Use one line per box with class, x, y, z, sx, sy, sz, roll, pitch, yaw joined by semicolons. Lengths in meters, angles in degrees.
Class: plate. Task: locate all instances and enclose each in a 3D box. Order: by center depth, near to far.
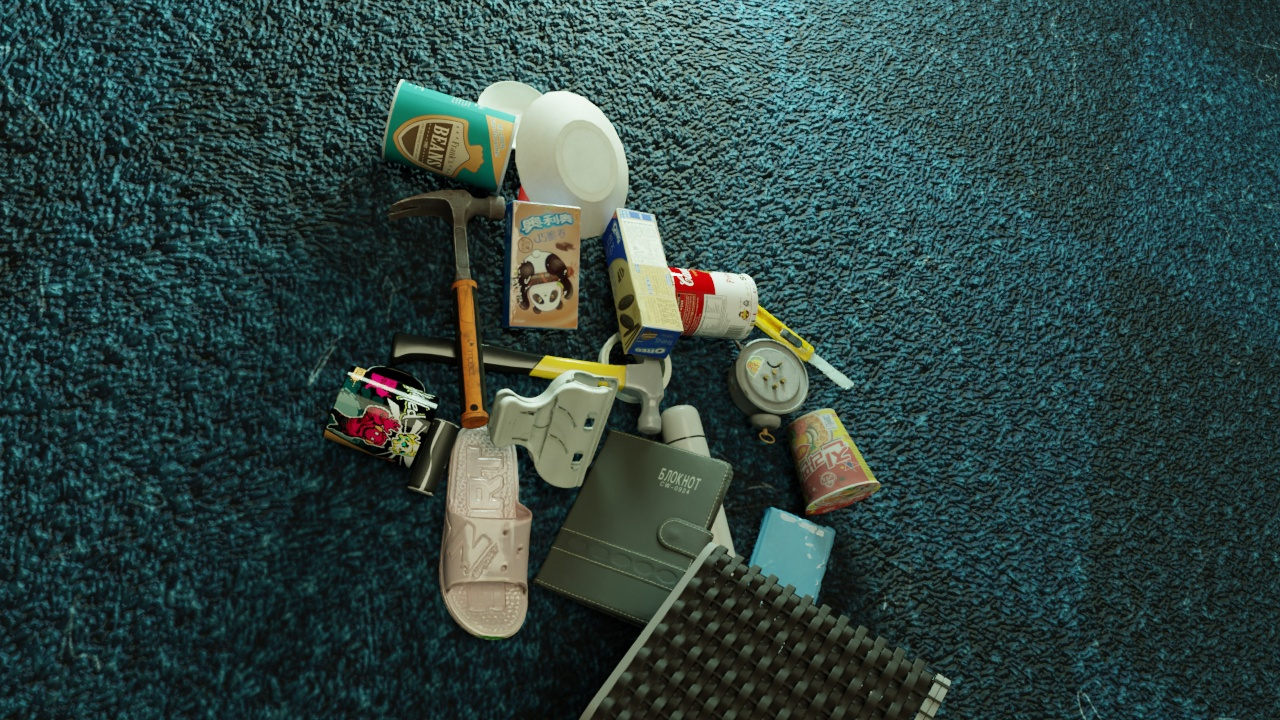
plate;-0.077;-0.253;1.172;0.188;0.027;0.188;5;82;-44
plate;-0.166;-0.317;1.209;0.104;0.026;0.104;7;67;-18

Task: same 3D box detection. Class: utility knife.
utility knife;0.204;-0.029;1.252;0.217;0.019;0.030;38;70;-7

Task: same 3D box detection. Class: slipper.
slipper;-0.166;0.177;0.991;0.094;0.065;0.239;3;67;-21

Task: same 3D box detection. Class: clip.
clip;-0.090;0.077;1.010;0.152;0.099;0.126;4;111;-42

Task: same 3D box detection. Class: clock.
clock;0.163;0.039;1.182;0.104;0.056;0.147;12;64;-17

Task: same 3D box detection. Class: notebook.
notebook;-0.002;0.186;1.032;0.170;0.029;0.208;15;63;20

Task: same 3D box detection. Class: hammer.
hammer;-0.215;-0.068;1.056;0.137;0.035;0.313;1;60;-19
hammer;-0.128;0.005;1.081;0.323;0.029;0.127;9;66;-14

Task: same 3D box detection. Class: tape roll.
tape roll;-0.007;0.007;1.148;0.093;0.018;0.093;8;67;-19

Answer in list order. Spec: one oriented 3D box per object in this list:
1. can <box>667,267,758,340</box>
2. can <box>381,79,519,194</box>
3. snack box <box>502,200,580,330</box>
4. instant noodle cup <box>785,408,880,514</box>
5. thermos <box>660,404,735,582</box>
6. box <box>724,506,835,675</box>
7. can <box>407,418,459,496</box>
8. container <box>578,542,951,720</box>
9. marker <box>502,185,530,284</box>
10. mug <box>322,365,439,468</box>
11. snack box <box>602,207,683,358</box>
can;0.079;-0.072;1.175;0.116;0.087;0.086;3;68;-20
can;-0.230;-0.271;1.117;0.144;0.099;0.099;14;65;-12
snack box;-0.120;-0.113;1.112;0.087;0.034;0.151;2;90;-25
instant noodle cup;0.234;0.125;1.159;0.100;0.101;0.112;-9;66;-25
thermos;0.069;0.163;1.096;0.052;0.052;0.224;-6;72;-24
box;0.158;0.295;1.093;0.093;0.054;0.231;19;62;6
can;-0.227;0.106;1.005;0.031;0.032;0.080;22;74;-13
container;0.105;0.359;0.885;0.244;0.248;0.245;32;64;19
marker;-0.151;-0.154;1.153;0.023;0.021;0.144;25;60;-37
mug;-0.275;0.050;0.996;0.098;0.082;0.117;22;35;-13
snack box;-0.001;-0.098;1.138;0.056;0.057;0.206;7;48;-23
